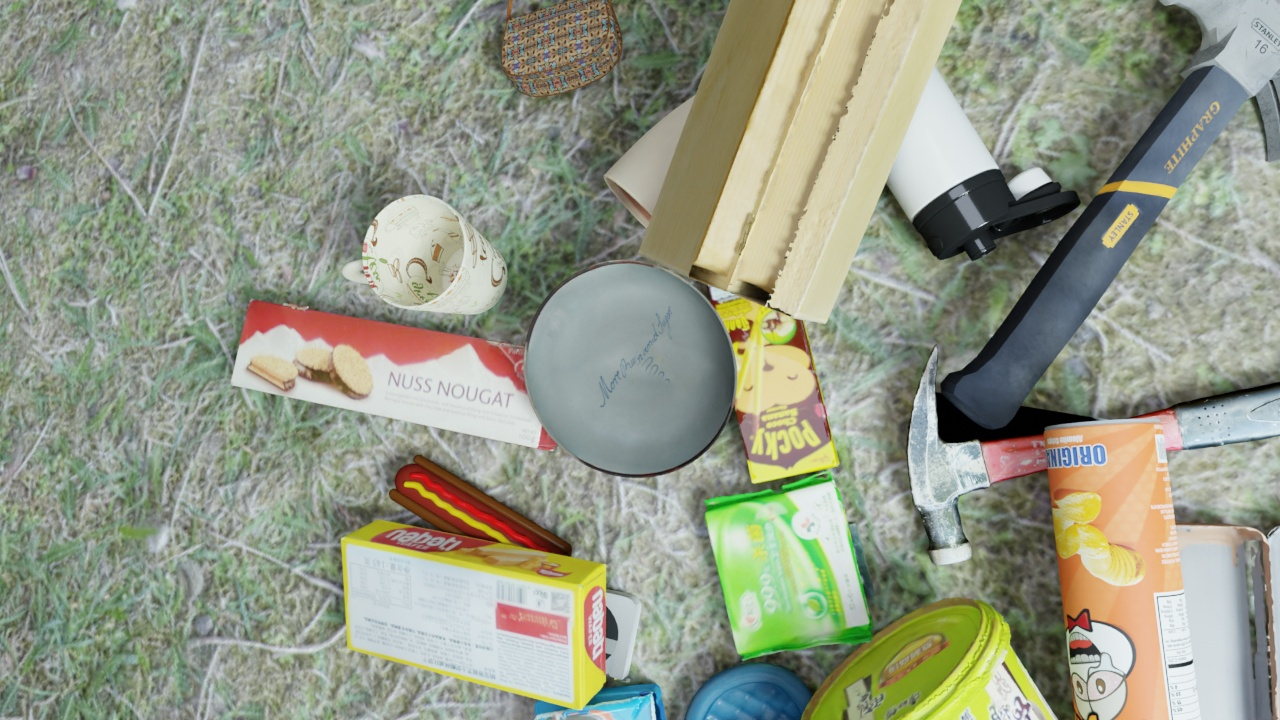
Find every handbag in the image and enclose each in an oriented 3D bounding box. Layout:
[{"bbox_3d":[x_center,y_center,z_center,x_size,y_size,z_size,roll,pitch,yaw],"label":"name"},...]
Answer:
[{"bbox_3d":[-0.065,-0.302,0.727,0.094,0.043,0.195,-11,72,18],"label":"handbag"}]

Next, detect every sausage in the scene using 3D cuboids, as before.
[{"bbox_3d":[-0.120,0.121,0.685,0.156,0.040,0.040,27,91,17],"label":"sausage"}]

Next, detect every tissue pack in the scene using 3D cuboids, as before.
[{"bbox_3d":[0.102,0.141,0.624,0.100,0.034,0.114,-16,78,15],"label":"tissue pack"}]

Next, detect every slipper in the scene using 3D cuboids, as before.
[{"bbox_3d":[0.080,0.308,0.598,0.104,0.059,0.213,-11,82,16],"label":"slipper"}]

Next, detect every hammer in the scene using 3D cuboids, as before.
[{"bbox_3d":[0.330,0.033,0.571,0.327,0.036,0.140,-12,82,14],"label":"hammer"},{"bbox_3d":[0.289,-0.094,0.562,0.139,0.035,0.312,39,87,-5],"label":"hammer"}]

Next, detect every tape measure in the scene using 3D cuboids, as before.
[{"bbox_3d":[-0.034,0.197,0.663,0.065,0.016,0.064,10,86,17],"label":"tape measure"}]

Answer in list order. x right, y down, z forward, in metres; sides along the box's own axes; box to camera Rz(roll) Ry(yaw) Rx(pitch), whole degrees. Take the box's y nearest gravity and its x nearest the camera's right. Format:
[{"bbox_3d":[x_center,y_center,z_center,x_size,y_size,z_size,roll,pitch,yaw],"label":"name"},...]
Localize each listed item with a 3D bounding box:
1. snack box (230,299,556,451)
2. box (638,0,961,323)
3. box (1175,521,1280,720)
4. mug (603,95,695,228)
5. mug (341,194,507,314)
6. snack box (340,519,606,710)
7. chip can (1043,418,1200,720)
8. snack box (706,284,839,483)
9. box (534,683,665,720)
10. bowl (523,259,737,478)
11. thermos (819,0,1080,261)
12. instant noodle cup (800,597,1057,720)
[{"bbox_3d":[-0.191,0.009,0.715,0.273,0.044,0.076,10,86,17],"label":"snack box"},{"bbox_3d":[0.098,-0.155,0.538,0.148,0.140,0.249,21,98,6],"label":"box"},{"bbox_3d":[0.368,0.203,0.531,0.157,0.063,0.216,-4,82,30],"label":"box"},{"bbox_3d":[0.049,-0.127,0.651,0.111,0.085,0.104,44,91,-12],"label":"mug"},{"bbox_3d":[-0.164,-0.068,0.688,0.122,0.097,0.081,-8,81,15],"label":"mug"},{"bbox_3d":[-0.121,0.177,0.653,0.201,0.042,0.092,5,104,23],"label":"snack box"},{"bbox_3d":[0.274,0.141,0.521,0.062,0.062,0.210,-5,81,15],"label":"chip can"},{"bbox_3d":[0.092,0.008,0.644,0.061,0.025,0.149,-15,80,14],"label":"snack box"},{"bbox_3d":[-0.017,0.350,0.615,0.091,0.066,0.243,-10,81,13],"label":"box"},{"bbox_3d":[-0.004,0.004,0.648,0.151,0.056,0.151,1,99,9],"label":"bowl"},{"bbox_3d":[0.190,-0.178,0.621,0.101,0.068,0.230,-27,78,-2],"label":"thermos"},{"bbox_3d":[0.176,0.222,0.542,0.146,0.146,0.098,-39,86,8],"label":"instant noodle cup"}]
